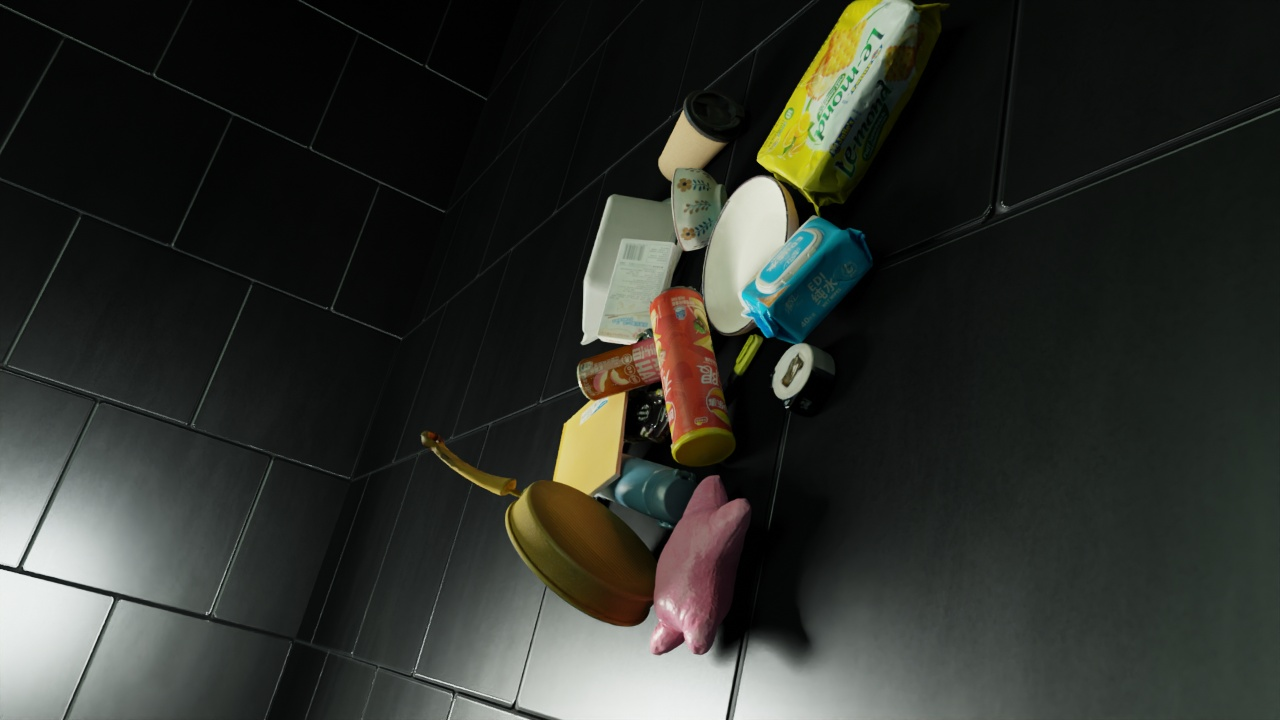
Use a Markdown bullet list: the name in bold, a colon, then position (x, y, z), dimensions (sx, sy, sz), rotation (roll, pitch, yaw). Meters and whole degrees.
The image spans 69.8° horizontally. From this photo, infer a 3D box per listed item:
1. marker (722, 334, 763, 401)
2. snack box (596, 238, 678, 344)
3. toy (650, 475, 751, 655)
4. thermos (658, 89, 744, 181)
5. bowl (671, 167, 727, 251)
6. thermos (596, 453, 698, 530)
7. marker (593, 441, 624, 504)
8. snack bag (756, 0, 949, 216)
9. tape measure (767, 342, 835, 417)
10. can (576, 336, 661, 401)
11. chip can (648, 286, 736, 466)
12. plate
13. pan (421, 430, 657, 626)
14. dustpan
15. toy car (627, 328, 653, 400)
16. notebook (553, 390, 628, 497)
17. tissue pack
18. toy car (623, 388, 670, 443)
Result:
- **marker**: position (0.107, 0.023, 1.073), dimensions (0.124, 0.015, 0.018), rotation (-61, 21, 17)
- **snack box**: position (-0.003, -0.099, 1.329), dimensions (0.085, 0.027, 0.156), rotation (8, 77, 24)
- **toy**: position (0.057, 0.208, 0.942), dimensions (0.179, 0.074, 0.194), rotation (-37, 33, 66)
- **thermos**: position (0.085, -0.329, 1.359), dimensions (0.144, 0.093, 0.092), rotation (130, 153, -52)
- **bowl**: position (0.085, -0.208, 1.246), dimensions (0.062, 0.113, 0.113), rotation (-5, 54, 16)
- **thermos**: position (0.001, 0.153, 1.114), dimensions (0.221, 0.070, 0.070), rotation (5, 73, 65)
- **marker**: position (-0.047, 0.158, 1.268), dimensions (0.023, 0.018, 0.130), rotation (6, 73, 46)
- **snack bag**: position (0.233, -0.290, 1.026), dimensions (0.247, 0.068, 0.158), rotation (-60, 24, 15)
- **tape measure**: position (0.165, 0.016, 0.934), dimensions (0.066, 0.033, 0.065), rotation (-60, 26, 15)
- **can**: position (-0.007, 0.007, 1.193), dimensions (0.147, 0.058, 0.057), rotation (-18, 45, 20)
- **chip can**: position (0.058, 0.015, 1.072), dimensions (0.073, 0.073, 0.216), rotation (-46, 39, 39)
- **plate**: position (0.135, -0.121, 1.085), dimensions (0.193, 0.039, 0.192), rotation (-170, 90, -67)
- **pan**: position (-0.125, 0.176, 1.061), dimensions (0.357, 0.197, 0.078), rotation (42, 102, 22)
- **dustpan**: position (-0.005, -0.150, 1.473), dimensions (0.258, 0.142, 0.222), rotation (92, -168, -71)
- **toy car**: position (0.004, 0.010, 1.270), dimensions (0.121, 0.036, 0.054), rotation (-58, 43, 33)
- **notebook**: position (-0.068, 0.115, 1.210), dimensions (0.146, 0.010, 0.205), rotation (-41, 25, 29)
- **tissue pack**: position (0.167, -0.085, 0.949), dimensions (0.140, 0.063, 0.090), rotation (-46, 23, 5)
- **toy car**: position (0.011, 0.075, 1.192), dimensions (0.158, 0.042, 0.070), rotation (-7, 63, 67)
